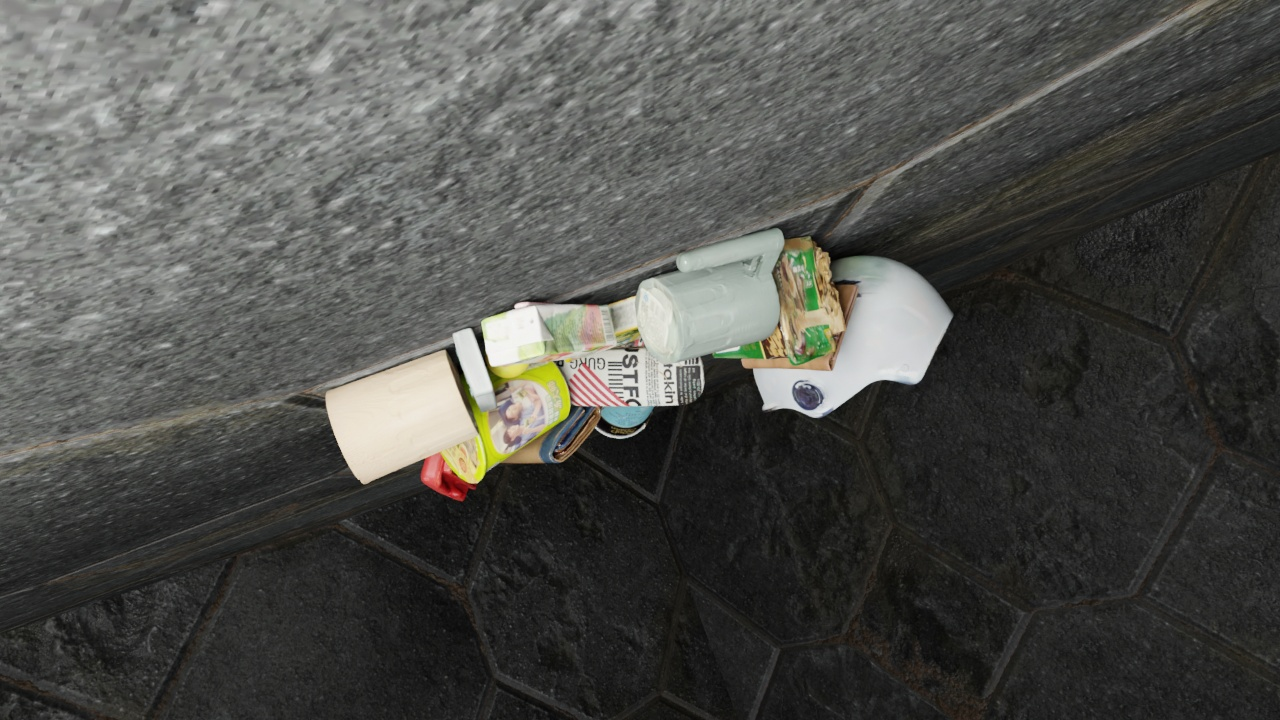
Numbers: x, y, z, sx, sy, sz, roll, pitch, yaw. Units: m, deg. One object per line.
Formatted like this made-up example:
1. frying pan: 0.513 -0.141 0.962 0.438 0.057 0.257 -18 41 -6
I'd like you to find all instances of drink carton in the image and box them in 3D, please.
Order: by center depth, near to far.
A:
1. drink carton: -0.072 -0.024 0.748 0.054 0.045 0.122 -12 178 27

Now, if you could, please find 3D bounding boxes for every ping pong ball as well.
1. ping pong ball: -0.115 -0.005 0.799 0.040 0.040 0.040 -20 174 -2

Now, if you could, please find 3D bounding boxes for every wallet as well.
1. wallet: 0.171 -0.037 0.980 0.101 0.115 0.020 1 143 35
2. wallet: -0.107 0.080 1.012 0.115 0.033 0.090 -8 -149 45

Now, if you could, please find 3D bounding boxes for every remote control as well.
1. remote control: -0.141 0.011 0.784 0.019 0.056 0.135 -19 175 -10

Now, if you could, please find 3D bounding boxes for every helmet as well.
1. helmet: 0.239 -0.043 1.125 0.259 0.146 0.228 -19 -168 38

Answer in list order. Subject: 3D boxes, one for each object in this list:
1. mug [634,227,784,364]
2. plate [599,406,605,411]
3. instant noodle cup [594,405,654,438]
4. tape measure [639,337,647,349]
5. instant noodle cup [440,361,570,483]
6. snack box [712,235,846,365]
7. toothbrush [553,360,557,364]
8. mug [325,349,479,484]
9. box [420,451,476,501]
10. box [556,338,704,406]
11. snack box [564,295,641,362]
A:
1. mug: 0.063 -0.059 0.804 0.103 0.083 0.124 -17 146 -27
2. plate: -0.084 0.052 1.200 0.162 0.034 0.266 -42 -174 -10
3. instant noodle cup: -0.017 0.048 1.372 0.111 0.111 0.121 -18 166 -23
4. tape measure: 0.036 -0.027 0.882 0.055 0.025 0.058 -25 173 39
5. instant noodle cup: -0.141 0.049 0.935 0.123 0.111 0.112 -26 178 -34
6. snack box: 0.124 -0.052 0.912 0.106 0.118 0.117 -12 -178 41
7. toothbrush: -0.045 -0.009 1.079 0.027 0.026 0.220 -38 165 35
8. mug: -0.203 0.041 0.791 0.103 0.084 0.124 -21 -161 -7
9. box: -0.196 0.096 1.091 0.157 0.069 0.201 -50 172 -11
10. box: -0.006 0.005 0.979 0.162 0.075 0.086 -3 -167 19
11. snack box: -0.008 -0.040 0.901 0.140 0.033 0.087 -21 175 -15
